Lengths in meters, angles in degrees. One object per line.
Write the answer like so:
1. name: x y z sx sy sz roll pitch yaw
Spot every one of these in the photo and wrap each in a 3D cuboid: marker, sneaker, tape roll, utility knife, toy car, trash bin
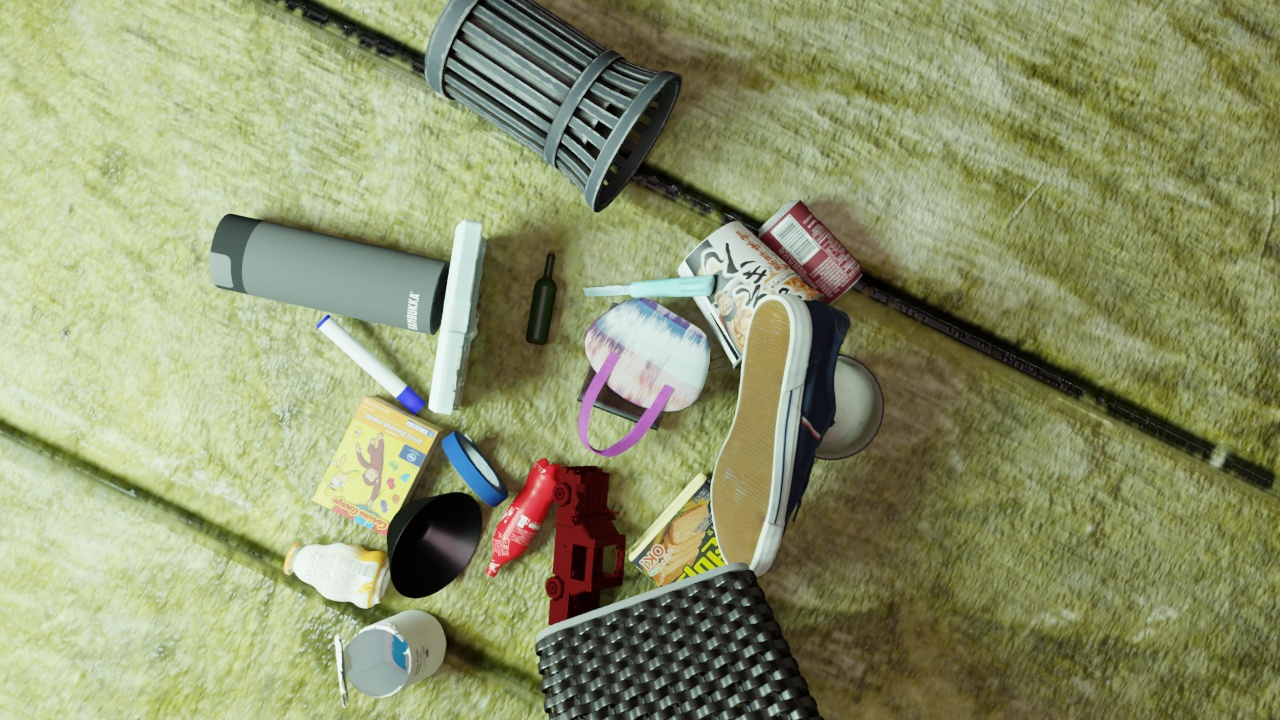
1. marker: -0.295 0.005 1.007 0.020 0.020 0.141 -46 103 -2
2. sneaker: 0.152 0.079 0.920 0.127 0.121 0.295 4 106 -28
3. tape roll: -0.177 0.117 0.987 0.016 0.093 0.091 -38 85 -2
4. utility knife: 0.004 -0.077 0.990 0.169 0.015 0.022 0 96 33
5. toy car: -0.058 0.202 0.992 0.062 0.070 0.170 4 89 36
6. trash bin: -0.096 -0.288 0.965 0.227 0.164 0.164 34 88 3

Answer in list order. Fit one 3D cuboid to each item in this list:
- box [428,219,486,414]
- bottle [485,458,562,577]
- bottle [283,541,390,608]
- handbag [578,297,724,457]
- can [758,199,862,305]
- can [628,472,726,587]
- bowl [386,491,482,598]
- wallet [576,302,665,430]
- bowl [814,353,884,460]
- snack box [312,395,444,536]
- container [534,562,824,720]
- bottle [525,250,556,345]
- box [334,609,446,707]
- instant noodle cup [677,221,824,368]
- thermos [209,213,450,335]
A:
1. box: -0.192 -0.043 0.967 0.043 0.136 0.197 10 89 -7
2. bottle: -0.129 0.176 1.013 0.042 0.042 0.141 31 89 -1
3. bottle: -0.329 0.228 0.997 0.109 0.063 0.063 16 89 -1
4. handbag: -0.007 0.025 0.983 0.144 0.068 0.170 31 88 -4
5. can: 0.187 -0.119 1.013 0.063 0.063 0.114 -43 90 -2
6. can: 0.064 0.202 1.003 0.101 0.072 0.131 42 88 2
7. bowl: -0.236 0.189 0.993 0.052 0.124 0.124 24 88 33
8. wallet: -0.006 0.006 1.025 0.099 0.031 0.120 21 88 -4
9. bowl: 0.204 0.050 1.013 0.115 0.059 0.115 0 89 -1
10. snack box: -0.287 0.114 1.011 0.088 0.040 0.126 26 89 -1
11. container: 0.051 0.374 0.875 0.245 0.248 0.243 -19 53 -2
12. bottle: -0.108 -0.070 1.025 0.025 0.025 0.106 10 89 -1
13. box: -0.270 0.310 0.952 0.092 0.161 0.081 1 84 10
14. instant noodle cup: 0.111 -0.076 0.991 0.123 0.123 0.122 -38 81 -2
15. thermos: -0.333 -0.093 0.991 0.240 0.082 0.082 12 89 -1
